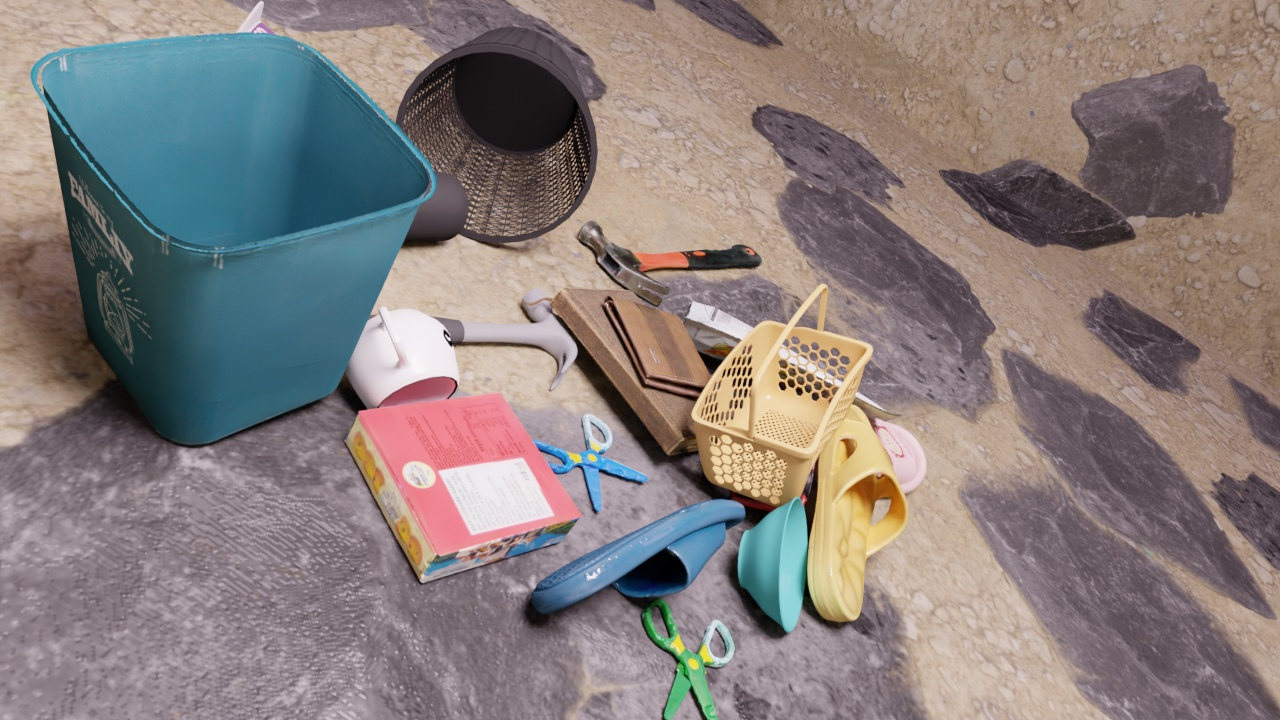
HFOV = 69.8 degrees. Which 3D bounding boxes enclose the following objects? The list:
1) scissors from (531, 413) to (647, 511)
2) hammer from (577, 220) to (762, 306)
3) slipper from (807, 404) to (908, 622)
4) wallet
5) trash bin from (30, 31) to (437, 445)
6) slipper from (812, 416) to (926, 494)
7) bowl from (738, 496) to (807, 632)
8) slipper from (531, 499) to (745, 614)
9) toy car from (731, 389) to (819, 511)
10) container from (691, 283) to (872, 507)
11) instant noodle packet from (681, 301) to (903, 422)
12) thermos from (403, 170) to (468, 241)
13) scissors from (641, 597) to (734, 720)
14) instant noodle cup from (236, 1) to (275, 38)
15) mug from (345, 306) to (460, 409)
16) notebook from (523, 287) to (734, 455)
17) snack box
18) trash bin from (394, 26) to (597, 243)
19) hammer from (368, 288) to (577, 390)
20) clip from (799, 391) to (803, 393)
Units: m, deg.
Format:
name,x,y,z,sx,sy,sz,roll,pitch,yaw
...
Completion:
name,x,y,z,sx,sy,sz,roll,pitch,yaw
scissors,-0.049,0.093,0.867,0.125,0.013,0.129,22,37,-19
hammer,0.065,-0.139,1.259,0.332,0.033,0.133,-11,53,-51
slipper,0.231,0.149,0.941,0.099,0.079,0.262,58,36,-28
wallet,0.020,-0.014,0.960,0.098,0.027,0.121,15,37,-42
trash bin,-0.286,-0.077,0.645,0.196,0.219,0.198,46,43,17
slipper,0.272,0.113,1.099,0.221,0.056,0.106,-1,49,-42
bowl,0.119,0.185,0.846,0.046,0.121,0.120,1,25,21
slipper,0.003,0.167,0.751,0.213,0.104,0.059,-15,79,-43
toy car,0.151,0.094,0.994,0.082,0.056,0.188,9,36,14
container,0.138,0.028,0.900,0.129,0.167,0.182,18,42,23
instant noodle packet,0.170,0.010,1.091,0.269,0.057,0.147,27,2,0
thermos,-0.272,-0.155,0.903,0.106,0.106,0.218,49,29,20
scissors,0.048,0.251,0.751,0.116,0.012,0.129,9,40,-36
instant noodle cup,-0.367,-0.273,0.944,0.122,0.137,0.121,33,22,-23
mug,-0.199,-0.007,0.753,0.090,0.124,0.076,-22,70,-15
notebook,-0.004,0.006,0.964,0.215,0.035,0.189,52,25,20
snack box,-0.143,0.096,0.745,0.144,0.040,0.142,-7,51,-46
trash bin,-0.158,-0.289,1.090,0.217,0.217,0.242,26,27,-16
hammer,-0.191,-0.025,0.871,0.310,0.030,0.125,1,45,-42
clip,0.219,0.046,1.172,0.050,0.023,0.058,11,34,-33
